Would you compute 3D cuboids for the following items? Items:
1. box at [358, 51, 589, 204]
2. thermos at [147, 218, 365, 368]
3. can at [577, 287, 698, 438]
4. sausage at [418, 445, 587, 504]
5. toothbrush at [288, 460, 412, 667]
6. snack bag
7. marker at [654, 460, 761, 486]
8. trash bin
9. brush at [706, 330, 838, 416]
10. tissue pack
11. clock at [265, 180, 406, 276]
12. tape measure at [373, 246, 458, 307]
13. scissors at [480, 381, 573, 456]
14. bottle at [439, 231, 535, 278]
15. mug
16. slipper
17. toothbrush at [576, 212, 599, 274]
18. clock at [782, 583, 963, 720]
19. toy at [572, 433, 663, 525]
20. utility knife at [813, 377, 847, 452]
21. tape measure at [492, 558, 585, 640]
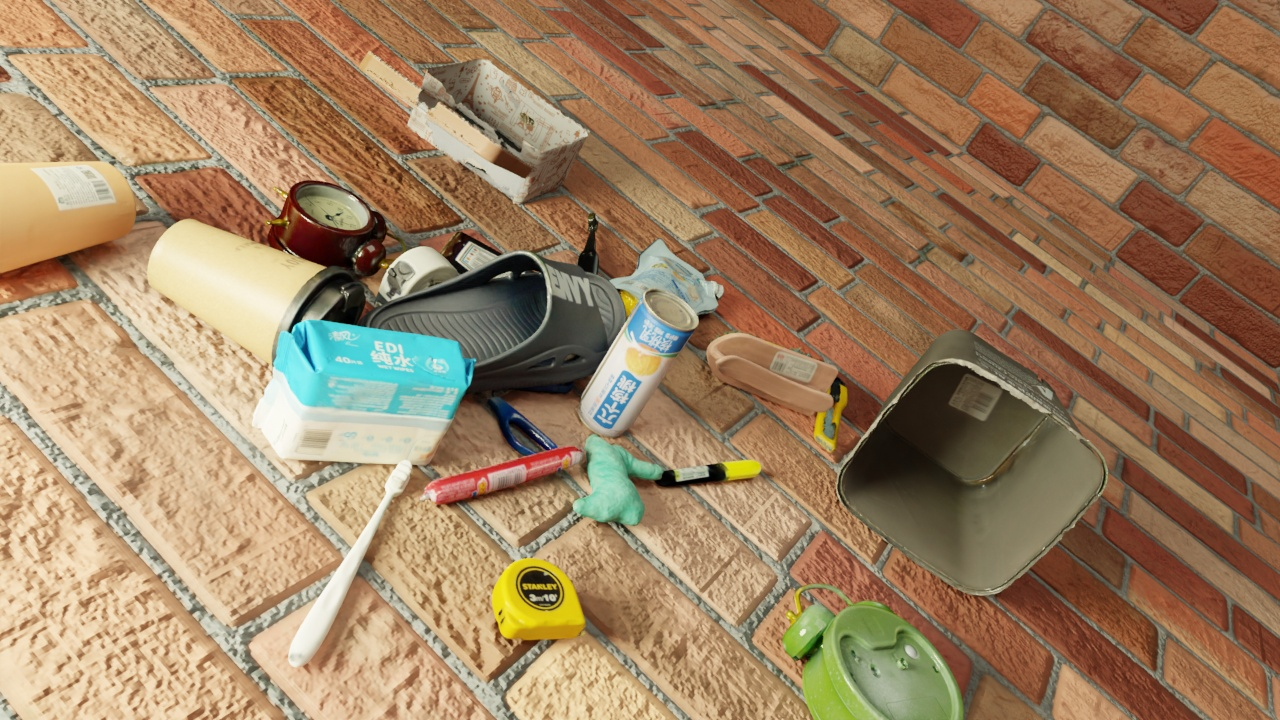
[{"bbox_3d":[-0.188,-0.266,1.042,0.178,0.107,0.271,36,20,6],"label":"box"},{"bbox_3d":[-0.283,-0.048,0.681,0.143,0.093,0.092,27,31,5],"label":"thermos"},{"bbox_3d":[-0.005,0.005,0.800,0.053,0.135,0.053,23,32,-16],"label":"can"},{"bbox_3d":[-0.101,0.087,0.706,0.155,0.020,0.020,-11,51,-43],"label":"sausage"},{"bbox_3d":[-0.183,0.124,0.592,0.016,0.016,0.179,25,32,-7],"label":"toothbrush"},{"bbox_3d":[0.030,-0.079,1.041,0.110,0.039,0.190,31,29,8],"label":"snack bag"},{"bbox_3d":[0.062,0.104,0.838,0.124,0.015,0.018,-1,44,-38],"label":"marker"},{"bbox_3d":[0.338,0.083,0.950,0.199,0.199,0.219,36,26,6],"label":"trash bin"},{"bbox_3d":[0.138,0.012,0.983,0.145,0.063,0.073,21,23,-17],"label":"brush"},{"bbox_3d":[-0.194,0.022,0.652,0.139,0.090,0.063,7,39,-35],"label":"tissue pack"},{"bbox_3d":[-0.266,-0.111,0.808,0.121,0.055,0.082,17,34,-26],"label":"clock"},{"bbox_3d":[-0.192,-0.064,0.798,0.033,0.066,0.065,41,32,21],"label":"tape measure"},{"bbox_3d":[-0.123,0.026,0.787,0.176,0.012,0.162,45,35,22],"label":"scissors"},{"bbox_3d":[-0.105,-0.050,0.876,0.195,0.044,0.079,29,39,-7],"label":"bottle"},{"bbox_3d":[-0.427,-0.105,0.646,0.078,0.078,0.122,37,28,8],"label":"mug"},{"bbox_3d":[-0.106,-0.035,0.775,0.267,0.084,0.110,-14,67,-40],"label":"slipper"},{"bbox_3d":[-0.058,-0.110,1.016,0.026,0.027,0.212,-9,35,7],"label":"toothbrush"},{"bbox_3d":[0.174,0.238,0.708,0.116,0.056,0.161,8,39,-35],"label":"clock"},{"bbox_3d":[-0.018,0.099,0.760,0.096,0.030,0.091,17,37,-28],"label":"toy"},{"bbox_3d":[0.217,0.056,1.036,0.033,0.015,0.154,29,32,0],"label":"utility knife"},{"bbox_3d":[-0.072,0.164,0.621,0.060,0.029,0.057,9,39,-33],"label":"tape measure"}]
